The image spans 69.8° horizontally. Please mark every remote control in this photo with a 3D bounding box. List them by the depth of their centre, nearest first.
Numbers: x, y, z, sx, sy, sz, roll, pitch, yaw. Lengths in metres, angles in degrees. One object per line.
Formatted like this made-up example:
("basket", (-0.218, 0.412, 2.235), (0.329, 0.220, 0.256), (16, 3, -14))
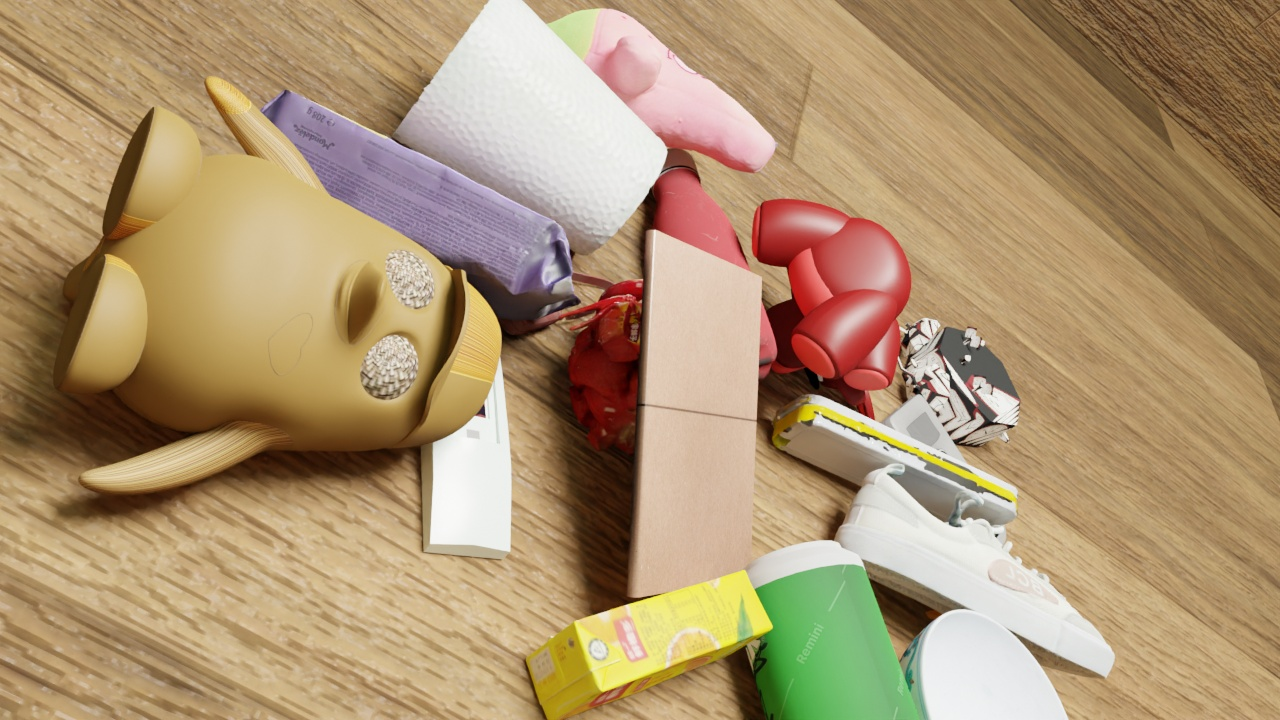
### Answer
("remote control", (-0.104, 0.045, 0.547), (0.049, 0.024, 0.143), (14, 50, -32))
("remote control", (0.272, 0.105, 0.812), (0.074, 0.019, 0.151), (-25, 82, -48))

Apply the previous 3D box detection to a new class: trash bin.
("trash bin", (-0.075, -0.165, 0.668), (0.161, 0.134, 0.133), (36, 41, -19))

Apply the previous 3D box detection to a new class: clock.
("clock", (0.305, 0.013, 0.889), (0.154, 0.065, 0.114), (28, 44, -21))

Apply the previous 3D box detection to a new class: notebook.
("notebook", (0.038, 0.036, 0.580), (0.141, 0.008, 0.209), (12, 79, -56))

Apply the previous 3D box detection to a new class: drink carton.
("drink carton", (0.006, 0.159, 0.523), (0.134, 0.059, 0.043), (-4, 59, -42))

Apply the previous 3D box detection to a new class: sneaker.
("sneaker", (0.263, 0.158, 0.695), (0.242, 0.090, 0.090), (29, 71, -9))

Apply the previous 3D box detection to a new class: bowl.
("bowl", (0.213, 0.249, 0.614), (0.144, 0.074, 0.143), (22, 46, -26))

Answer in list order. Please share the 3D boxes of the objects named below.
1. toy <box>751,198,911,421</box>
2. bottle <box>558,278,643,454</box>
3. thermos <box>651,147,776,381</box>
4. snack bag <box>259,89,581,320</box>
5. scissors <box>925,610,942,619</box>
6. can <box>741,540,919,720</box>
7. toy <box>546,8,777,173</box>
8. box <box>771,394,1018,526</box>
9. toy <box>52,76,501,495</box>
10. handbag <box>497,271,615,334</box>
("toy", (0.155, -0.034, 0.752), (0.197, 0.120, 0.158), (65, 3, -64))
("bottle", (-0.004, 0.004, 0.612), (0.099, 0.099, 0.111), (25, 51, -24))
("thermos", (0.046, -0.085, 0.742), (0.073, 0.073, 0.239), (15, 44, -31))
("snack bag", (-0.131, -0.082, 0.551), (0.205, 0.096, 0.058), (27, 81, -2))
("scissors", (0.278, 0.205, 0.752), (0.133, 0.012, 0.096), (39, 44, -7))
("can", (0.114, 0.190, 0.568), (0.087, 0.088, 0.139), (8, 53, -36))
("toy", (0.003, -0.221, 0.753), (0.237, 0.097, 0.192), (24, 9, -1))
("box", (0.203, 0.086, 0.730), (0.209, 0.065, 0.033), (24, 59, -13))
("toy", (-0.160, -0.018, 0.457), (0.203, 0.163, 0.198), (21, 75, -37))
("handbag", (-0.056, -0.048, 0.665), (0.119, 0.029, 0.055), (-8, 66, -49))
